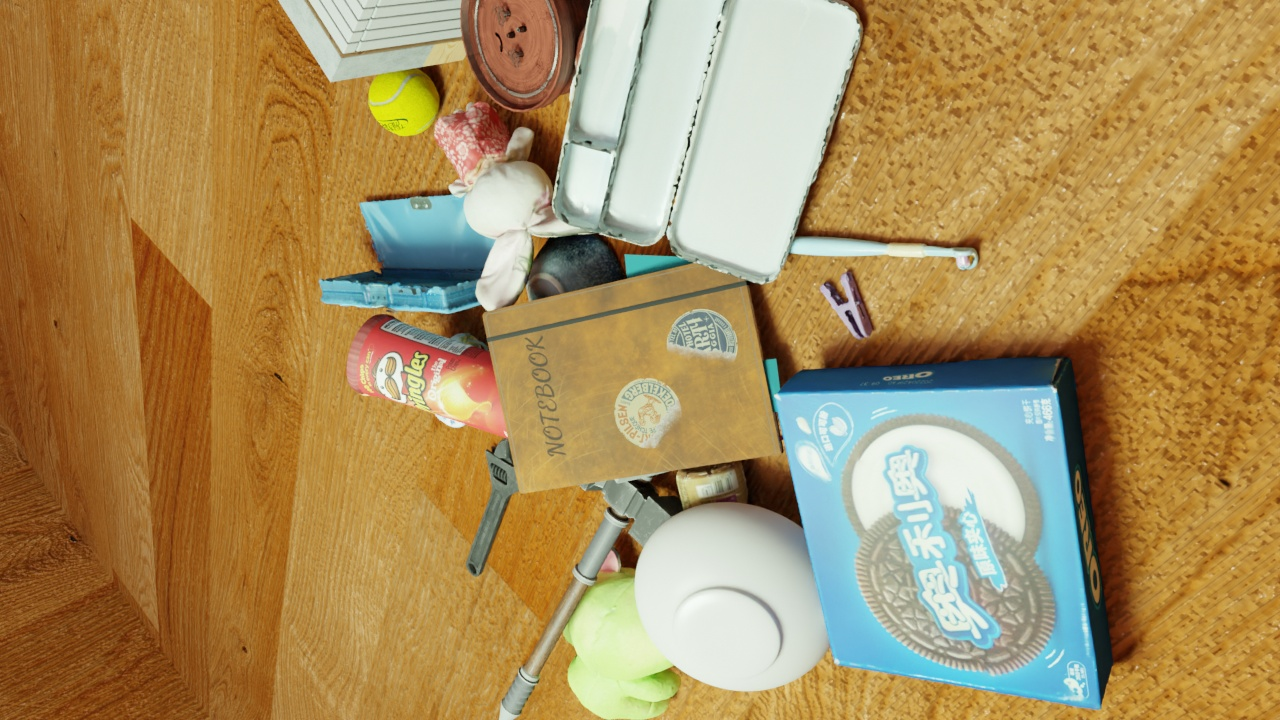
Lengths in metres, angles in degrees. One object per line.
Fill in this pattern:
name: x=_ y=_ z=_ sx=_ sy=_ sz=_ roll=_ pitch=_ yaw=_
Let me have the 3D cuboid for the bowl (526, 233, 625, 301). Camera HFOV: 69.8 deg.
bowl: x=-0.067 y=-0.063 z=0.839 sx=0.110 sy=0.055 sz=0.110 roll=21 pitch=123 yaw=34

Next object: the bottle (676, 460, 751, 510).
bottle: x=0.077 y=0.168 z=0.810 sx=0.060 sy=0.059 sz=0.166 roll=-5 pitch=103 yaw=45

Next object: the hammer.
hammer: x=-0.071 y=0.241 z=0.902 sx=0.156 sy=0.043 sz=0.323 roll=39 pitch=108 yaw=35

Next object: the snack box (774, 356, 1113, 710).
snack box: x=0.214 y=0.118 z=0.654 sx=0.196 sy=0.056 sz=0.239 roll=-3 pitch=109 yaw=38

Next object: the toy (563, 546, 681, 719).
toy: x=-0.022 y=0.295 z=0.953 sx=0.150 sy=0.107 sz=0.197 roll=30 pitch=137 yaw=33

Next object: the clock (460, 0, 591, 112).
clock: x=-0.068 y=-0.264 z=0.722 sx=0.158 sy=0.072 sz=0.120 roll=-4 pitch=108 yaw=45

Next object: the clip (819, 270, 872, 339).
clip: x=0.149 y=-0.041 z=0.677 sx=0.043 sy=0.014 sz=0.051 roll=5 pitch=112 yaw=42

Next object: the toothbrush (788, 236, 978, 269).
toothbrush: x=0.159 y=-0.077 z=0.646 sx=0.155 sy=0.022 sz=0.016 roll=11 pitch=75 yaw=40

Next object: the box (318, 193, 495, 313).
box: x=-0.247 y=-0.115 z=0.961 sx=0.232 sy=0.094 sz=0.112 roll=6 pitch=111 yaw=42

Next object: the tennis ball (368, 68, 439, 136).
tennis ball: x=-0.228 y=-0.251 z=0.886 sx=0.065 sy=0.065 sz=0.065 roll=21 pitch=124 yaw=35

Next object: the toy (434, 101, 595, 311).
toy: x=-0.121 y=-0.153 z=0.817 sx=0.159 sy=0.084 sz=0.194 roll=-40 pitch=69 yaw=13

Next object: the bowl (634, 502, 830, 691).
bowl: x=0.075 y=0.209 z=0.758 sx=0.177 sy=0.066 sz=0.177 roll=6 pitch=113 yaw=14

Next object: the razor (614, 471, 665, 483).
razor: x=-0.007 y=0.053 z=0.841 sx=0.116 sy=0.088 sz=0.047 roll=55 pitch=141 yaw=36

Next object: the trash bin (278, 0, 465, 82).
trash bin: x=-0.185 y=-0.368 z=0.727 sx=0.142 sy=0.142 sz=0.248 roll=57 pitch=137 yaw=5

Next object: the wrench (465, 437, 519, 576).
wrench: x=-0.176 y=0.184 z=1.100 sx=0.073 sy=0.018 sz=0.274 roll=43 pitch=136 yaw=19

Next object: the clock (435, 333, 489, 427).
clock: x=-0.192 y=0.020 z=1.003 sx=0.126 sy=0.051 sz=0.089 roll=-31 pitch=88 yaw=47

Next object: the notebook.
notebook: x=-0.006 y=0.006 z=0.759 sx=0.250 sy=0.014 sz=0.178 roll=-11 pitch=92 yaw=20

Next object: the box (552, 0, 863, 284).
box: x=0.039 y=-0.170 z=0.651 sx=0.191 sy=0.045 sz=0.210 roll=17 pitch=120 yaw=7

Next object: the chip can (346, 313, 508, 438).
chip can: x=-0.179 y=0.022 z=0.920 sx=0.213 sy=0.086 sz=0.087 roll=17 pitch=124 yaw=13
